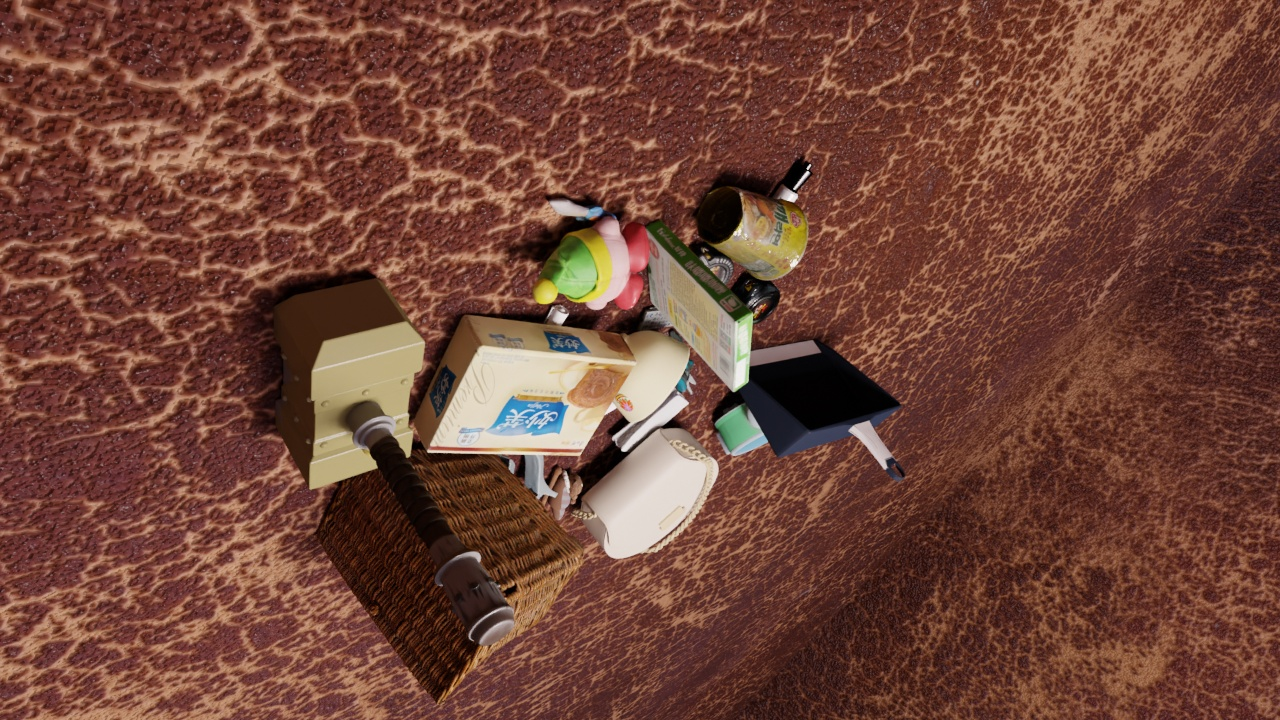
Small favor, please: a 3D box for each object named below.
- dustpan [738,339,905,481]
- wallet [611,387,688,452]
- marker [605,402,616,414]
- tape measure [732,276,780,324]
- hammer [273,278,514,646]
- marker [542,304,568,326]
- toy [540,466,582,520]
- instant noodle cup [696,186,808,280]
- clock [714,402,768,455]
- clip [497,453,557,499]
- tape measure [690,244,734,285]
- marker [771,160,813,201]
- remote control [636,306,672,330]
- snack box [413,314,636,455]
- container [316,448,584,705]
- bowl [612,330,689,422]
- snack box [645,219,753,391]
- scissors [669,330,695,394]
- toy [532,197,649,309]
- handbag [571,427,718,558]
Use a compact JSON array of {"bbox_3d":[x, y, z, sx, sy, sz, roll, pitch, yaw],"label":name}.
[{"bbox_3d":[0.279,0.071,1.329,0.235,0.273,0.080,-10,153,-42],"label":"dustpan"},{"bbox_3d":[0.012,0.083,1.303,0.116,0.032,0.086,-42,161,-1],"label":"wallet"},{"bbox_3d":[-0.035,0.054,1.216,0.141,0.020,0.020,-30,149,-17],"label":"marker"},{"bbox_3d":[0.150,-0.080,1.227,0.072,0.042,0.072,7,124,-47],"label":"tape measure"},{"bbox_3d":[-0.201,0.102,0.782,0.100,0.325,0.191,-18,143,-35],"label":"hammer"},{"bbox_3d":[-0.120,-0.008,1.042,0.020,0.017,0.134,24,118,-18],"label":"marker"},{"bbox_3d":[-0.117,0.193,1.287,0.054,0.041,0.102,13,115,-29],"label":"toy"},{"bbox_3d":[0.125,-0.154,1.060,0.108,0.102,0.102,14,121,-46],"label":"instant noodle cup"},{"bbox_3d":[0.191,0.085,1.434,0.121,0.075,0.162,-17,163,-33],"label":"clock"},{"bbox_3d":[-0.156,0.170,1.174,0.107,0.028,0.163,-58,152,-26],"label":"clip"},{"bbox_3d":[0.080,-0.111,1.113,0.062,0.038,0.067,-6,133,-33],"label":"tape measure"},{"bbox_3d":[0.168,-0.188,1.120,0.025,0.025,0.126,4,129,-51],"label":"marker"},{"bbox_3d":[0.053,-0.059,1.171,0.136,0.013,0.033,-12,140,-40],"label":"remote control"},{"bbox_3d":[-0.125,0.034,1.019,0.207,0.055,0.154,6,127,-39],"label":"snack box"},{"bbox_3d":[-0.201,0.213,1.031,0.182,0.250,0.163,-9,139,-55],"label":"container"},{"bbox_3d":[-0.007,0.007,1.121,0.074,0.118,0.118,37,104,-17],"label":"bowl"},{"bbox_3d":[0.064,-0.060,1.026,0.027,0.168,0.132,-31,149,-16],"label":"snack box"},{"bbox_3d":[0.054,0.009,1.239,0.122,0.019,0.149,-51,145,-51],"label":"scissors"},{"bbox_3d":[-0.052,-0.098,0.931,0.131,0.096,0.124,1,127,-24],"label":"toy"},{"bbox_3d":[0.011,0.194,1.365,0.210,0.103,0.208,-42,152,-2],"label":"handbag"}]
